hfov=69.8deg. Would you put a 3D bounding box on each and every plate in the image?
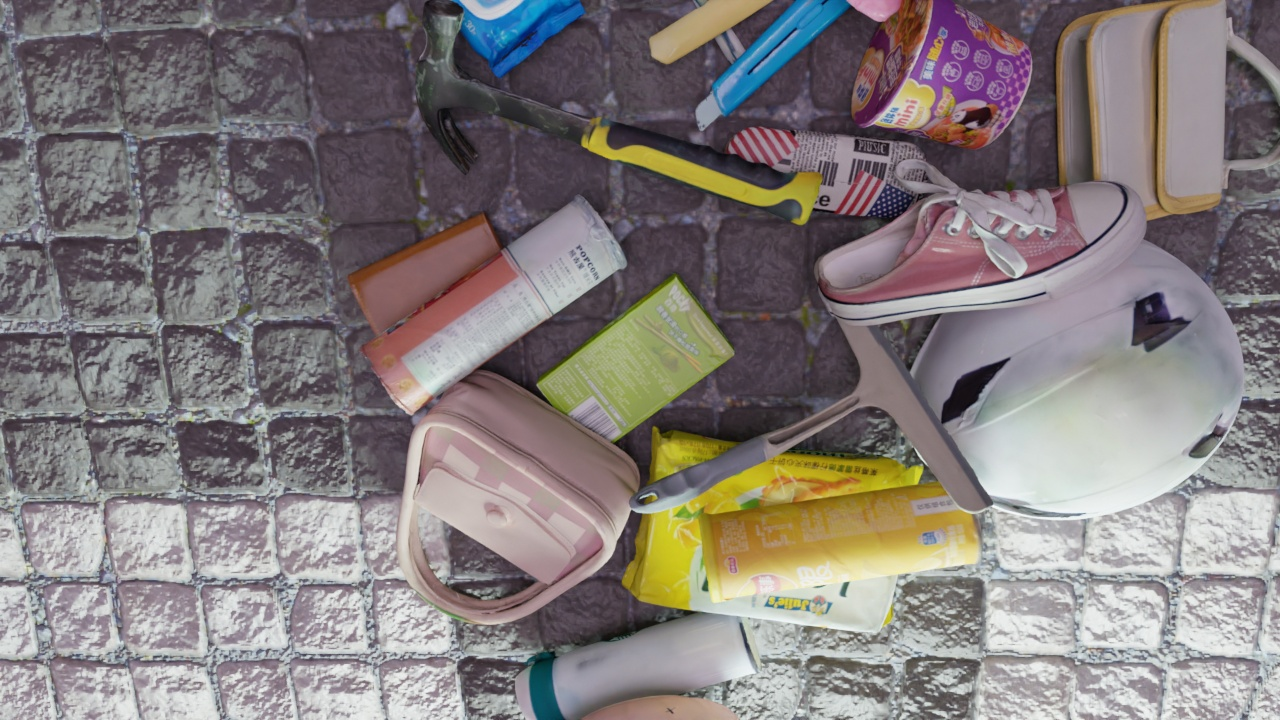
[{"bbox_3d":[0.000,0.345,0.835,0.192,0.039,0.193,-9,143,-7],"label":"plate"}]

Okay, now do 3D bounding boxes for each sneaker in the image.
[{"bbox_3d":[0.248,-0.094,0.685,0.241,0.118,0.088,-13,138,16],"label":"sneaker"}]

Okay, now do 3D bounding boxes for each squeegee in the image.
[{"bbox_3d":[0.105,0.067,0.740,0.246,0.039,0.246,-27,66,-1],"label":"squeegee"}]

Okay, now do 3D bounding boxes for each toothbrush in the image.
[{"bbox_3d":[0.038,-0.300,0.723,0.016,0.018,0.191,-33,100,11],"label":"toothbrush"}]

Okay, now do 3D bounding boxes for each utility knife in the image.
[{"bbox_3d":[0.105,-0.244,0.725,0.166,0.018,0.034,-43,109,6],"label":"utility knife"},{"bbox_3d":[0.071,-0.279,0.717,0.151,0.018,0.031,-33,100,-7],"label":"utility knife"}]

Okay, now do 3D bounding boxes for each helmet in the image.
[{"bbox_3d":[0.349,0.029,0.724,0.259,0.145,0.229,-29,100,10],"label":"helmet"}]

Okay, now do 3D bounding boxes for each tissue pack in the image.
[{"bbox_3d":[-0.123,-0.310,0.712,0.095,0.052,0.157,-35,100,10],"label":"tissue pack"}]

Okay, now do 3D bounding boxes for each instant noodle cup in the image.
[{"bbox_3d":[0.229,-0.214,0.694,0.099,0.111,0.112,19,104,-9],"label":"instant noodle cup"}]

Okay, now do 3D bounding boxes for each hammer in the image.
[{"bbox_3d":[-0.020,-0.170,0.714,0.323,0.031,0.126,18,132,0],"label":"hammer"}]

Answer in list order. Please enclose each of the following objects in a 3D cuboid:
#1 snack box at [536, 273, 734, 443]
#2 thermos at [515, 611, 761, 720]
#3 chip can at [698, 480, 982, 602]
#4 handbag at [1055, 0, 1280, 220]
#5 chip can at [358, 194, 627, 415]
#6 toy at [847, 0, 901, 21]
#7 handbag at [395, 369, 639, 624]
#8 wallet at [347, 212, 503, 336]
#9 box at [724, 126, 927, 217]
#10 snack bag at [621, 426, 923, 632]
[{"bbox_3d":[-0.005,0.005,0.798,0.156,0.026,0.086,-37,99,11],"label":"snack box"},{"bbox_3d":[-0.006,0.282,0.848,0.224,0.073,0.073,-19,102,7],"label":"thermos"},{"bbox_3d":[0.155,0.142,0.733,0.213,0.072,0.072,-10,103,3],"label":"chip can"},{"bbox_3d":[0.424,-0.196,0.711,0.179,0.063,0.163,-9,105,1],"label":"handbag"},{"bbox_3d":[-0.117,-0.044,0.741,0.214,0.071,0.071,-36,100,-5],"label":"chip can"},{"bbox_3d":[0.145,-0.343,0.674,0.195,0.074,0.178,13,87,11],"label":"toy"},{"bbox_3d":[-0.130,0.142,0.810,0.193,0.093,0.235,34,119,-1],"label":"handbag"},{"bbox_3d":[-0.166,-0.046,0.787,0.130,0.035,0.119,-24,106,2],"label":"wallet"},{"bbox_3d":[0.147,-0.155,0.746,0.164,0.064,0.074,9,131,1],"label":"box"},{"bbox_3d":[0.114,0.144,0.805,0.246,0.068,0.158,7,104,1],"label":"snack bag"}]
